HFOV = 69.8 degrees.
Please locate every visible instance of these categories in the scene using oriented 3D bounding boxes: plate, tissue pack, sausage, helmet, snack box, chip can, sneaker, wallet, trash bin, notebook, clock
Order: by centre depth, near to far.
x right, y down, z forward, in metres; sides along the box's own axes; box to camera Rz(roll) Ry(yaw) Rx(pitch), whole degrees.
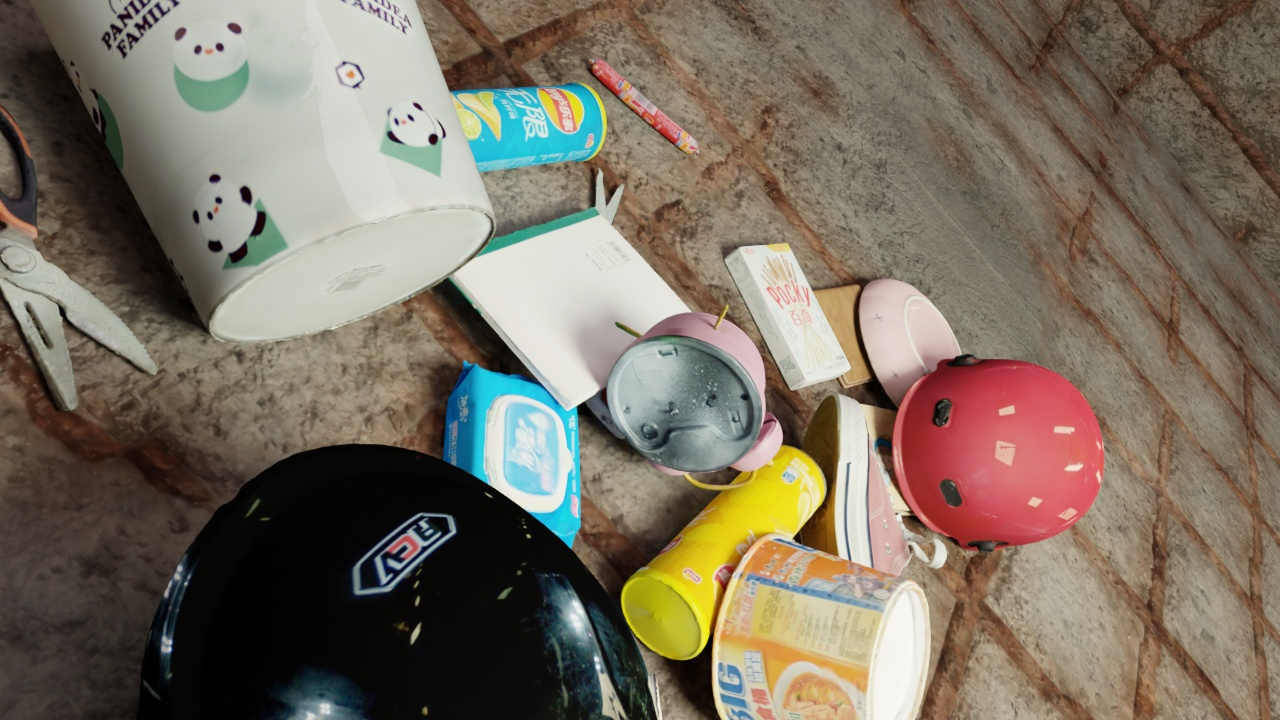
[{"bbox_3d":[-0.103,0.179,0.435,0.232,0.230,0.275,-37,128,-48],"label":"helmet"},{"bbox_3d":[-0.223,-0.161,0.568,0.228,0.230,0.252,-20,82,-46],"label":"trash bin"},{"bbox_3d":[-0.088,0.076,0.643,0.095,0.052,0.156,19,52,-31],"label":"tissue pack"},{"bbox_3d":[0.044,0.037,0.695,0.059,0.117,0.158,-58,135,-56],"label":"clock"},{"bbox_3d":[0.073,0.144,0.725,0.072,0.072,0.212,55,42,2],"label":"chip can"},{"bbox_3d":[-0.047,-0.053,0.749,0.150,0.012,0.208,48,36,8],"label":"notebook"},{"bbox_3d":[-0.124,-0.196,0.778,0.209,0.071,0.071,-20,78,-46],"label":"chip can"},{"bbox_3d":[0.197,0.147,0.808,0.087,0.119,0.240,8,62,-16],"label":"sneaker"},{"bbox_3d":[0.382,0.091,0.942,0.239,0.144,0.207,4,79,-42],"label":"helmet"},{"bbox_3d":[0.254,0.103,0.946,0.087,0.024,0.115,7,58,-32],"label":"wallet"},{"bbox_3d":[0.154,-0.048,0.956,0.084,0.027,0.156,-12,72,-44],"label":"snack box"},{"bbox_3d":[0.004,-0.268,0.976,0.156,0.020,0.020,37,45,-16],"label":"sausage"},{"bbox_3d":[0.231,-0.029,1.016,0.101,0.020,0.115,-12,74,-44],"label":"wallet"},{"bbox_3d":[0.322,-0.012,1.052,0.192,0.039,0.192,25,51,-36],"label":"plate"}]

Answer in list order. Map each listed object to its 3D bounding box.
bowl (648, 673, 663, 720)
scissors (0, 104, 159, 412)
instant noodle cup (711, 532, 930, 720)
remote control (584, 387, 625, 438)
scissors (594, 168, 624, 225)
[{"bbox_3d":[-0.015,0.256,0.561,0.066,0.117,0.116,-7,61,0],"label":"bowl"},{"bbox_3d":[-0.373,-0.071,0.523,0.224,0.015,0.188,21,51,-31],"label":"scissors"},{"bbox_3d":[0.136,0.208,0.662,0.151,0.112,0.151,-9,102,-54],"label":"instant noodle cup"},{"bbox_3d":[-0.005,0.005,0.781,0.056,0.020,0.135,49,42,-20],"label":"remote control"},{"bbox_3d":[-0.031,-0.106,0.842,0.144,0.012,0.169,52,44,-2],"label":"scissors"}]
